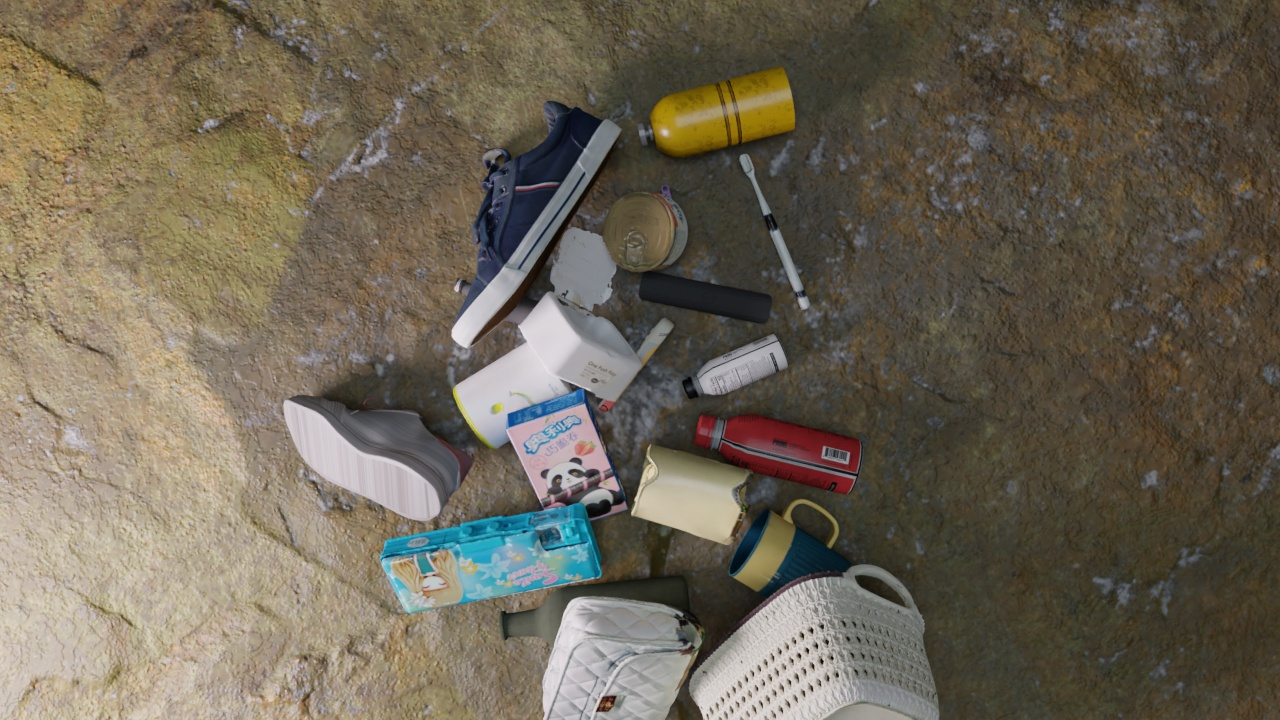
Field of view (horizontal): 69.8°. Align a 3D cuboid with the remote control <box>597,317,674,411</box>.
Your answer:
[{"bbox_3d":[-0.006,0.006,1.015,0.018,0.038,0.125,36,92,1],"label":"remote control"}]

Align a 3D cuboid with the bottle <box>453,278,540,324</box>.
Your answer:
[{"bbox_3d":[-0.155,-0.065,1.023,0.110,0.036,0.036,22,91,3],"label":"bottle"}]

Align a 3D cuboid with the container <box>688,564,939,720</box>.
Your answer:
[{"bbox_3d":[0.172,0.332,0.908,0.184,0.143,0.252,28,119,-22],"label":"container"}]

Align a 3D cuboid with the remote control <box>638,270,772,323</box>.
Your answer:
[{"bbox_3d":[0.072,-0.071,1.022,0.147,0.015,0.033,11,90,3],"label":"remote control"}]

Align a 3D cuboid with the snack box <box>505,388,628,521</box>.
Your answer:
[{"bbox_3d":[-0.077,0.110,0.984,0.088,0.033,0.154,-18,122,2],"label":"snack box"}]

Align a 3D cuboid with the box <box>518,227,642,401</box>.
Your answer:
[{"bbox_3d":[-0.065,-0.048,0.986,0.101,0.111,0.188,-33,52,27],"label":"box"}]

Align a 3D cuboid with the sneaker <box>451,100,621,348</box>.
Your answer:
[{"bbox_3d":[-0.141,-0.155,0.974,0.127,0.121,0.294,29,76,-5],"label":"sneaker"}]

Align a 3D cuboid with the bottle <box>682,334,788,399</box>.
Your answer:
[{"bbox_3d":[0.102,0.011,1.008,0.116,0.041,0.041,-23,89,3],"label":"bottle"}]

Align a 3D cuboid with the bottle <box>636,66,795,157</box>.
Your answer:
[{"bbox_3d":[0.078,-0.265,0.997,0.164,0.071,0.071,-14,89,3],"label":"bottle"}]

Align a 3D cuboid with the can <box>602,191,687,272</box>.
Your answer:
[{"bbox_3d":[0.006,-0.139,0.998,0.086,0.043,0.086,4,98,26],"label":"can"}]

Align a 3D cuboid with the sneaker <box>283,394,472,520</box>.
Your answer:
[{"bbox_3d":[-0.286,0.090,1.015,0.236,0.089,0.099,25,125,21],"label":"sneaker"}]

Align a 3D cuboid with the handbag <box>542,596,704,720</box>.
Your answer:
[{"bbox_3d":[-0.024,0.330,0.947,0.138,0.072,0.195,9,128,-9],"label":"handbag"}]

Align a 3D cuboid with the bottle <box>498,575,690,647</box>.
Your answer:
[{"bbox_3d":[-0.049,0.280,1.000,0.207,0.071,0.071,-6,89,3],"label":"bottle"}]

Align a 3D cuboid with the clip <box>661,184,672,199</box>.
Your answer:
[{"bbox_3d":[0.032,-0.170,1.021,0.013,0.033,0.051,-13,89,2],"label":"clip"}]

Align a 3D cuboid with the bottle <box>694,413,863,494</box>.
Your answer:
[{"bbox_3d":[0.147,0.095,0.995,0.176,0.062,0.062,13,90,3],"label":"bottle"}]

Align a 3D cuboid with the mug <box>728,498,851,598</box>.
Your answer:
[{"bbox_3d":[0.169,0.208,0.984,0.107,0.083,0.113,31,85,2],"label":"mug"}]

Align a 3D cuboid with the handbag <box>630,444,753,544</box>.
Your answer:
[{"bbox_3d":[0.056,0.139,0.975,0.119,0.111,0.081,17,69,1],"label":"handbag"}]

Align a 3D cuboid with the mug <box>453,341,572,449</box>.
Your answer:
[{"bbox_3d":[-0.137,0.036,1.000,0.106,0.082,0.082,-32,88,1],"label":"mug"}]

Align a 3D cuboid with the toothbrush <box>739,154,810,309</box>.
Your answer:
[{"bbox_3d":[0.148,-0.143,1.018,0.012,0.017,0.187,-23,89,23],"label":"toothbrush"}]

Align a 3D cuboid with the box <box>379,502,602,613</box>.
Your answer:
[{"bbox_3d":[-0.161,0.218,1.002,0.227,0.039,0.094,-11,123,4],"label":"box"}]
